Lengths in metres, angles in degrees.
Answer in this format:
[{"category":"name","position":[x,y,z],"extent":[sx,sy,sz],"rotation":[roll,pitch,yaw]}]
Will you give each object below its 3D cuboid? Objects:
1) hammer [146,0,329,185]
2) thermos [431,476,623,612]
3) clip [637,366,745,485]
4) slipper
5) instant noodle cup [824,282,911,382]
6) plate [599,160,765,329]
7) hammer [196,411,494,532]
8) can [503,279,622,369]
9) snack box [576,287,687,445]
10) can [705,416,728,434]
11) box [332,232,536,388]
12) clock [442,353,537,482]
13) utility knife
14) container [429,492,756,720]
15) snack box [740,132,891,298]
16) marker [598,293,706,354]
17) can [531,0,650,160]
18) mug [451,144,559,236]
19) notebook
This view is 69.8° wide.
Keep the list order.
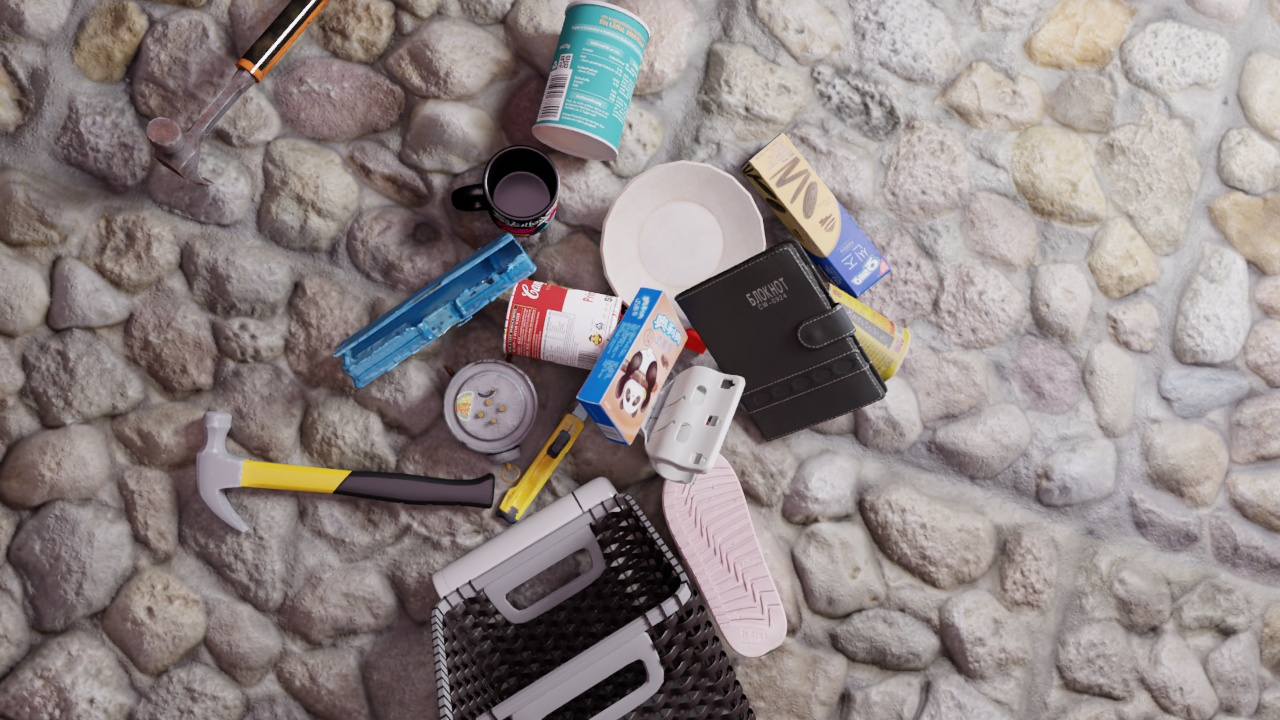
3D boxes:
[{"category":"hammer","position":[-0.412,-0.323,1.002],"extent":[0.035,0.138,0.313],"rotation":[32,71,-5]},{"category":"thermos","position":[-0.123,0.205,1.031],"extent":[0.224,0.052,0.052],"rotation":[-30,92,-7]},{"category":"clip","position":[0.040,0.073,1.033],"extent":[0.099,0.152,0.126],"rotation":[53,53,-41]},{"category":"slipper","position":[0.092,0.220,1.050],"extent":[0.094,0.064,0.239],"rotation":[-21,78,-3]},{"category":"instant noodle cup","position":[0.233,-0.030,1.049],"extent":[0.112,0.100,0.100],"rotation":[37,84,-11]},{"category":"plate","position":[0.047,-0.132,1.049],"extent":[0.188,0.027,0.189],"rotation":[-1,103,-7]},{"category":"hammer","position":[-0.326,0.136,1.023],"extent":[0.323,0.029,0.127],"rotation":[7,88,-7]},{"category":"can","position":[-0.085,-0.038,1.020],"extent":[0.116,0.086,0.086],"rotation":[11,87,0]},{"category":"snack box","position":[-0.006,0.006,0.993],"extent":[0.034,0.087,0.151],"rotation":[14,63,32]},{"category":"can","position":[0.059,0.085,1.066],"extent":[0.080,0.031,0.031],"rotation":[-19,90,-7]},{"category":"box","position":[-0.229,-0.066,1.000],"extent":[0.231,0.093,0.054],"rotation":[-34,123,-2]},{"category":"clock","position":[-0.164,0.065,1.029],"extent":[0.104,0.056,0.148],"rotation":[-16,88,-7]},{"category":"utility knife","position":[-0.095,0.095,1.058],"extent":[0.030,0.019,0.217],"rotation":[36,82,-13]},{"category":"container","position":[-0.036,0.329,0.922],"extent":[0.247,0.245,0.244],"rotation":[-30,108,-7]},{"category":"snack box","position":[0.205,-0.167,1.078],"extent":[0.056,0.057,0.207],"rotation":[-40,93,-5]},{"category":"marker","position":[0.010,-0.043,1.070],"extent":[0.145,0.021,0.023],"rotation":[21,102,-6]},{"category":"can","position":[-0.055,-0.312,1.031],"extent":[0.099,0.099,0.144],"rotation":[15,86,-6]},{"category":"mug","position":[-0.150,-0.184,1.017],"extent":[0.118,0.098,0.082],"rotation":[-8,89,-7]},{"category":"notebook","position":[0.156,-0.017,1.017],"extent":[0.170,0.029,0.209],"rotation":[-25,110,35]}]
